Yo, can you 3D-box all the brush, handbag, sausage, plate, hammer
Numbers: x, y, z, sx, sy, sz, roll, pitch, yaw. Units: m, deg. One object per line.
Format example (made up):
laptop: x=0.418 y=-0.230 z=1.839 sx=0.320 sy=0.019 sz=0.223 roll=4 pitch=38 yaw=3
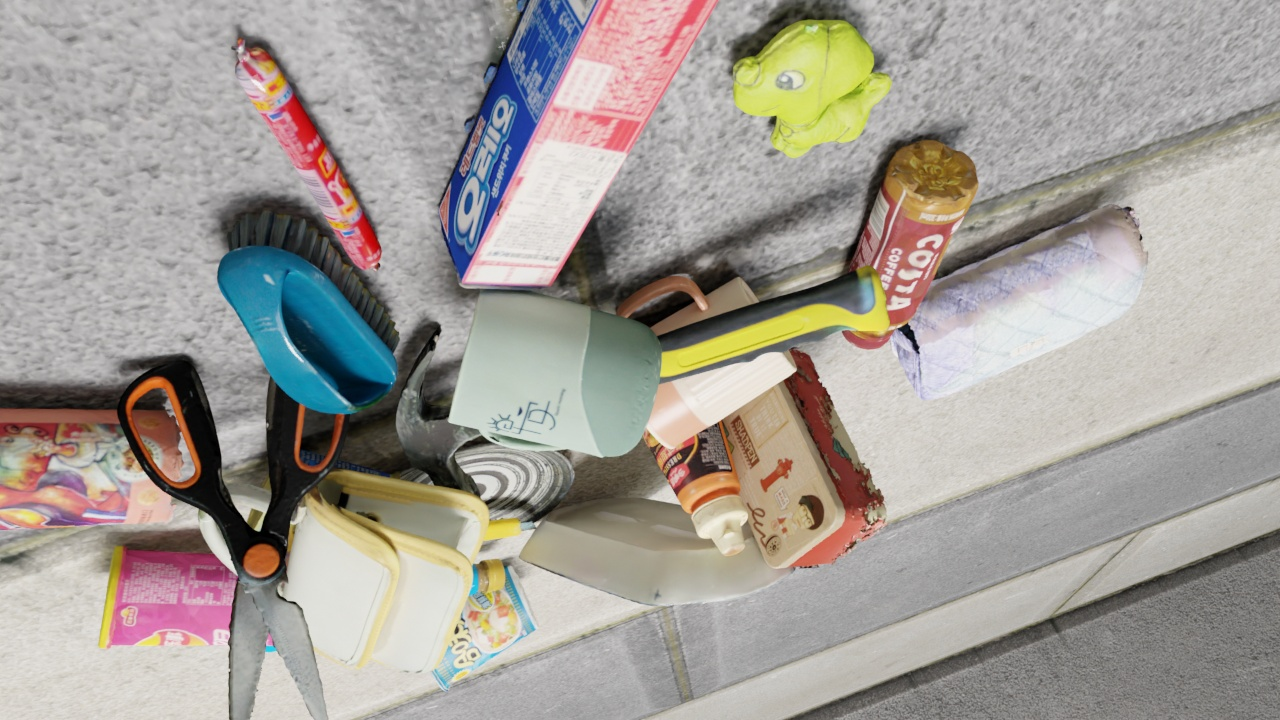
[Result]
brush: x=-0.176 y=-0.013 z=0.496 sx=0.055 sy=0.073 sz=0.144 roll=-7 pitch=151 yaw=7
handbag: x=-0.203 y=0.140 z=0.608 sx=0.178 sy=0.063 sz=0.164 roll=16 pitch=131 yaw=-13
sausage: x=-0.155 y=-0.091 z=0.442 sx=0.020 sy=0.020 sz=0.156 roll=-20 pitch=149 yaw=-4
handbag: x=0.306 y=-0.042 z=0.753 sx=0.194 sy=0.075 sz=0.134 roll=-25 pitch=149 yaw=4
plate: x=0.008 y=0.153 z=0.784 sx=0.161 sy=0.034 sz=0.266 roll=-8 pitch=-174 yaw=-37
plate: x=-0.143 y=0.110 z=0.760 sx=0.179 sy=0.024 sz=0.180 roll=-14 pitch=148 yaw=-9
hammer: x=-0.003 y=0.003 z=0.587 sx=0.323 sy=0.031 sz=0.126 roll=-18 pitch=117 yaw=6

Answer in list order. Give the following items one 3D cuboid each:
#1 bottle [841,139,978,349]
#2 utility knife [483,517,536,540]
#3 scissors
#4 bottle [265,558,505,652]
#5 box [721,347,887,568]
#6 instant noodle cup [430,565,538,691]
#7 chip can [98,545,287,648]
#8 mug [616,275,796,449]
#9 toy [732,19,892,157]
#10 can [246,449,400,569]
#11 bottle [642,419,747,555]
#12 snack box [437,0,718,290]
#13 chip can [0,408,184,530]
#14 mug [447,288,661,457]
bottle: x=0.180 y=-0.072 z=0.644 sx=0.057 sy=0.057 sz=0.175 roll=-14 pitch=149 yaw=-13
utility knife: x=-0.163 y=0.145 z=0.764 sx=0.167 sy=0.015 sz=0.033 roll=-2 pitch=151 yaw=-29
scissors: x=-0.228 y=0.096 z=0.517 sx=0.198 sy=0.226 sz=0.022 roll=26 pitch=151 yaw=-16
bottle: x=-0.228 y=0.208 z=0.817 sx=0.218 sy=0.065 sz=0.065 roll=-2 pitch=144 yaw=-29
box: x=0.123 y=0.072 z=0.724 sx=0.076 sy=0.168 sz=0.092 roll=5 pitch=140 yaw=-37
instant noodle cup: x=-0.164 y=0.262 z=0.922 sx=0.110 sy=0.099 sz=0.099 roll=-24 pitch=150 yaw=-10
chip can: x=-0.291 y=0.185 z=0.704 sx=0.210 sy=0.071 sz=0.072 roll=11 pitch=137 yaw=-29
mug: x=0.037 y=-0.010 z=0.643 sx=0.106 sy=0.081 sz=0.114 roll=-32 pitch=118 yaw=13
toy: x=0.095 y=-0.149 z=0.497 sx=0.096 sy=0.031 sz=0.100 roll=-18 pitch=153 yaw=-6
can: x=-0.230 y=0.112 z=0.658 sx=0.083 sy=0.057 sz=0.102 roll=21 pitch=131 yaw=-25
bottle: x=0.045 y=0.081 z=0.708 sx=0.066 sy=0.149 sz=0.067 roll=-16 pitch=149 yaw=-10
snack box: x=-0.036 y=-0.120 z=0.435 sx=0.058 sy=0.057 sz=0.208 roll=-1 pitch=143 yaw=-35
chip can: x=-0.369 y=0.058 z=0.491 sx=0.214 sy=0.071 sz=0.071 roll=3 pitch=141 yaw=-37
mug: x=-0.052 y=0.016 z=0.531 sx=0.106 sy=0.082 sz=0.112 roll=14 pitch=135 yaw=-11
